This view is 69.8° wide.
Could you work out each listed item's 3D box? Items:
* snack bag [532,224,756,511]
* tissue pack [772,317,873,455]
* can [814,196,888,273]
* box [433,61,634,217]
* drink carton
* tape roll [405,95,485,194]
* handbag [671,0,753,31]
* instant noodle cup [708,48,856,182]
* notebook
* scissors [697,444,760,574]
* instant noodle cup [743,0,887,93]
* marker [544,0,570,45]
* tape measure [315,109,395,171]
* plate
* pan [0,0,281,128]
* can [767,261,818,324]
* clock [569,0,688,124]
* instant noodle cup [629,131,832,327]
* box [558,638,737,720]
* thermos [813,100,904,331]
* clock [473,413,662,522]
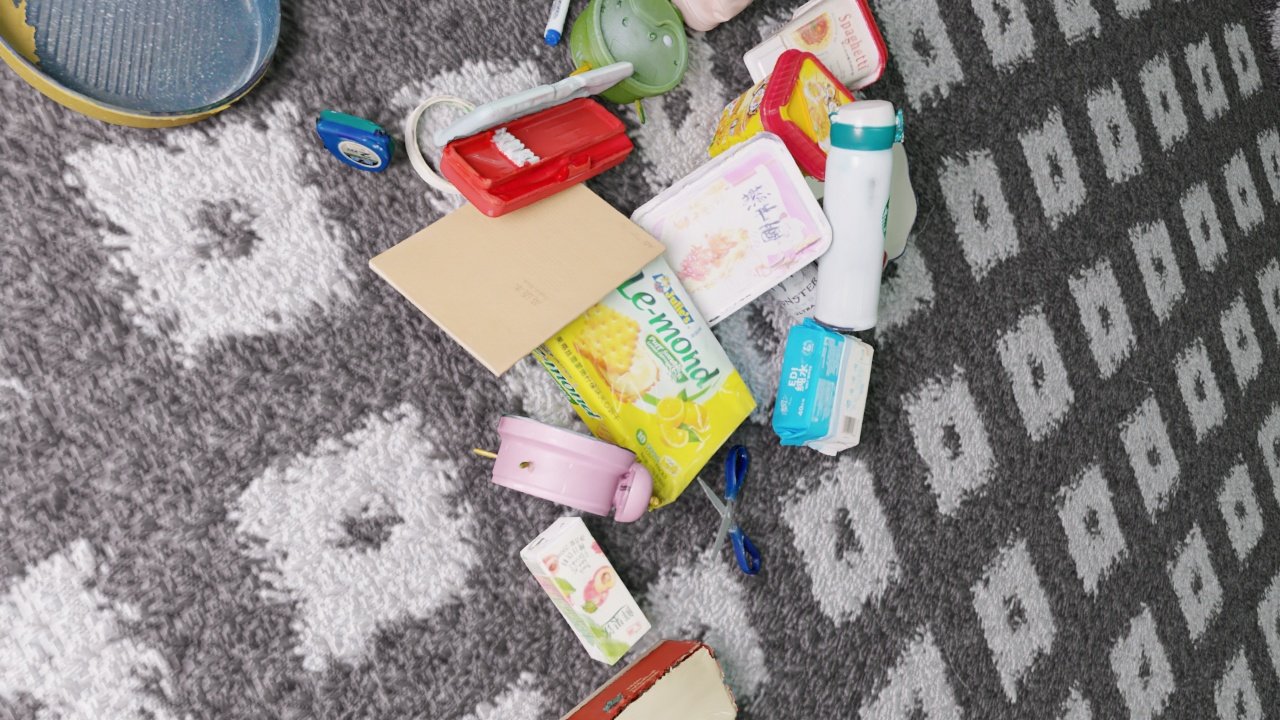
[{"bbox_3d":[-0.005,0.005,0.851,0.157,0.068,0.246,-44,108,-34],"label":"snack bag"},{"bbox_3d":[0.196,0.030,0.999,0.090,0.063,0.140,15,82,-36],"label":"tissue pack"},{"bbox_3d":[0.219,-0.128,1.005,0.094,0.067,0.066,44,58,-27],"label":"can"},{"bbox_3d":[-0.079,-0.209,0.794,0.095,0.098,0.200,45,45,10],"label":"box"},{"bbox_3d":[-0.048,0.199,0.796,0.053,0.046,0.122,-39,105,-30],"label":"drink carton"},{"bbox_3d":[-0.163,-0.188,0.799,0.085,0.014,0.085,8,77,-36],"label":"tape roll"},{"bbox_3d":[0.051,-0.483,0.977,0.234,0.094,0.192,43,49,-11],"label":"handbag"},{"bbox_3d":[0.148,-0.246,0.978,0.116,0.124,0.116,35,63,-27],"label":"instant noodle cup"},{"bbox_3d":[-0.098,-0.088,0.780,0.149,0.012,0.210,39,54,16],"label":"notebook"},{"bbox_3d":[0.089,0.153,0.898,0.173,0.012,0.162,-64,139,-53],"label":"scissors"},{"bbox_3d":[0.196,-0.348,1.051,0.124,0.117,0.116,-32,101,-24],"label":"instant noodle cup"},{"bbox_3d":[-0.072,-0.372,0.901,0.017,0.017,0.145,24,68,-32],"label":"marker"},{"bbox_3d":[-0.222,-0.173,0.725,0.058,0.055,0.025,16,72,-1],"label":"tape measure"},{"bbox_3d":[0.254,-0.210,1.104,0.204,0.046,0.204,8,77,-37],"label":"plate"},{"bbox_3d":[-0.349,-0.341,0.643,0.197,0.078,0.357,6,78,-37],"label":"pan"},{"bbox_3d":[0.150,-0.106,0.996,0.146,0.058,0.058,43,59,-24],"label":"can"},{"bbox_3d":[-0.010,-0.328,0.915,0.116,0.056,0.161,26,67,-33],"label":"clock"},{"bbox_3d":[0.085,-0.129,0.910,0.173,0.060,0.138,-33,105,-2],"label":"instant noodle cup"},{"bbox_3d":[0.006,0.322,0.796,0.167,0.077,0.091,-28,98,-37],"label":"box"},{"bbox_3d":[0.218,-0.145,0.921,0.073,0.073,0.224,-21,121,-38],"label":"thermos"},{"bbox_3d":[-0.052,0.094,0.771,0.158,0.117,0.059,21,80,-31],"label":"clock"}]
